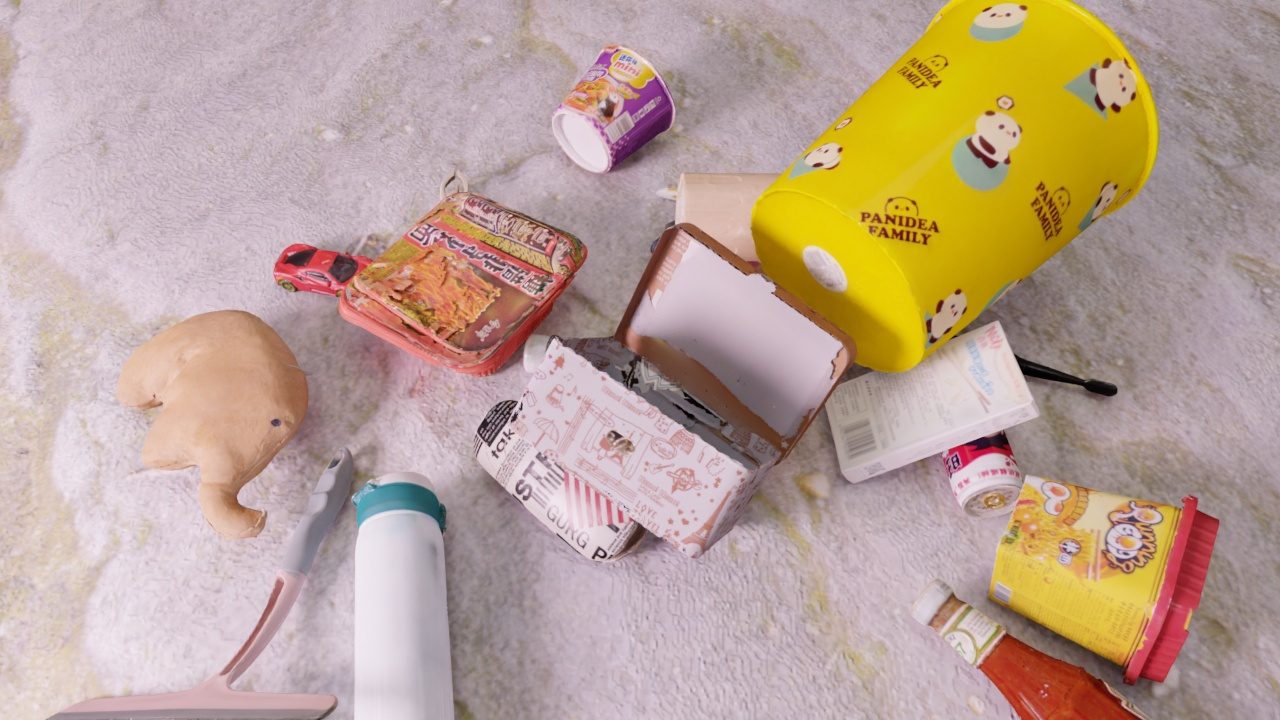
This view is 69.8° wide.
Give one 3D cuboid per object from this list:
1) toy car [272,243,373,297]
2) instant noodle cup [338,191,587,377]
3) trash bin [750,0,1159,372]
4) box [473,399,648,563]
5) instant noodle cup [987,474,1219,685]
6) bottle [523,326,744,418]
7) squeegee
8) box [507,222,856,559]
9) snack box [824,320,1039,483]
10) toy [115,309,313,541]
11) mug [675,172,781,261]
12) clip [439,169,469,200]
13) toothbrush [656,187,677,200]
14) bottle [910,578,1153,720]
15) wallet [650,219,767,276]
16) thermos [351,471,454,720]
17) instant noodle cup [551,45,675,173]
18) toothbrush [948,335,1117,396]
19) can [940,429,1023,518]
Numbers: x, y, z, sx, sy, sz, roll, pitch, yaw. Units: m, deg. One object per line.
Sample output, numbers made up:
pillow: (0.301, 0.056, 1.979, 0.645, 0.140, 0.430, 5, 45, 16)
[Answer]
toy car: (-0.302, -0.087, 0.892, 0.106, 0.031, 0.049, 12, 54, 7)
instant noodle cup: (-0.157, -0.061, 0.839, 0.164, 0.079, 0.188, 26, 55, 20)
trash bin: (0.244, -0.139, 0.760, 0.255, 0.230, 0.229, -41, 61, -15)
box: (-0.064, 0.101, 0.738, 0.163, 0.081, 0.075, 35, 90, 23)
instant noodle cup: (0.326, 0.148, 0.658, 0.124, 0.116, 0.116, 18, 53, 29)
bottle: (-0.005, 0.005, 0.809, 0.195, 0.044, 0.079, 7, 61, 7)
squeegee: (-0.267, 0.163, 0.681, 0.248, 0.040, 0.248, -10, 37, 24)
box: (0.042, 0.012, 0.691, 0.183, 0.156, 0.192, 34, 104, 15)
snack box: (0.230, 0.035, 0.746, 0.157, 0.027, 0.084, -24, 47, 22)
toy: (-0.338, 0.041, 0.752, 0.143, 0.082, 0.226, -37, 54, -11)
mug: (0.088, -0.114, 0.852, 0.103, 0.084, 0.124, 1, 79, -4)
clip: (-0.193, -0.150, 0.943, 0.061, 0.034, 0.097, -1, 60, -1)
toothbrush: (0.110, -0.163, 0.960, 0.191, 0.016, 0.018, 7, 60, 5)
bottle: (0.277, 0.228, 0.622, 0.059, 0.060, 0.206, -38, 60, -26)
wallet: (0.079, -0.101, 0.902, 0.090, 0.033, 0.115, -34, 62, -25)
thermos: (-0.168, 0.184, 0.654, 0.073, 0.073, 0.224, -8, 52, -6)
instant noodle cup: (-0.035, -0.263, 0.988, 0.111, 0.112, 0.099, 34, 68, 24)
toothbrush: (0.317, -0.002, 0.825, 0.213, 0.027, 0.026, 16, 97, 11)
can: (0.271, 0.060, 0.757, 0.053, 0.053, 0.132, -3, 51, -2)
